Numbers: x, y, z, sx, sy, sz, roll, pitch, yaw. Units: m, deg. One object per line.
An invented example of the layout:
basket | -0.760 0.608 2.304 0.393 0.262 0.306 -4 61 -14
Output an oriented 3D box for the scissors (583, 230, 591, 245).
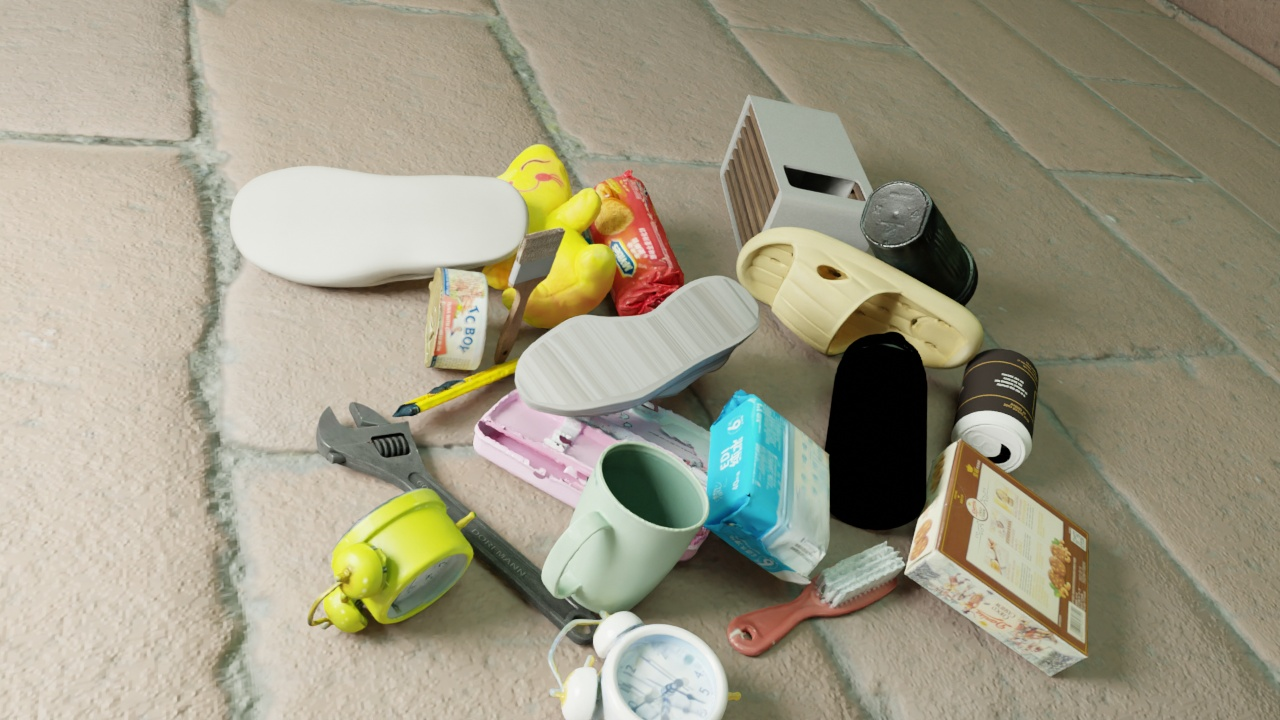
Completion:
scissors | -0.050 -0.107 0.964 0.118 0.013 0.139 41 45 17

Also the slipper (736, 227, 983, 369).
slipper | 0.215 -0.050 0.927 0.261 0.112 0.079 23 48 8

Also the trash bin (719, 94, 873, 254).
trash bin | 0.178 -0.196 1.069 0.114 0.115 0.228 8 42 -13

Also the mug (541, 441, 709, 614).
mug | -0.021 0.124 0.634 0.084 0.104 0.111 44 34 26

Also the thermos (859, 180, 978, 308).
thermos | 0.296 -0.111 0.973 0.098 0.098 0.220 50 10 31

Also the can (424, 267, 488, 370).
can | -0.158 -0.035 0.783 0.043 0.086 0.086 5 42 -19

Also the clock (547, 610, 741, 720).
clock | -0.001 0.213 0.599 0.125 0.052 0.088 25 42 11

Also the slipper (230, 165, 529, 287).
slipper | -0.233 -0.117 0.851 0.266 0.081 0.112 -3 77 -1

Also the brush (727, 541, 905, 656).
brush | 0.138 0.180 0.704 0.172 0.030 0.041 -15 51 -33

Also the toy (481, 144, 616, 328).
toy | -0.094 -0.119 0.892 0.134 0.087 0.193 -37 55 3

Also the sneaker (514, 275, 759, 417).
sneaker | -0.004 0.004 0.788 0.235 0.090 0.099 -21 64 -29

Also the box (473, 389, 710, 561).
box | -0.021 0.072 0.760 0.201 0.037 0.152 27 32 9

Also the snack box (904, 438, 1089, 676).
snack box | 0.300 0.158 0.760 0.147 0.041 0.142 36 42 -1

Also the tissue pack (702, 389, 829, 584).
tissue pack | 0.099 0.098 0.723 0.093 0.062 0.144 36 38 -21

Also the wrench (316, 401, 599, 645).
wrench | -0.137 0.115 0.676 0.273 0.018 0.072 37 35 17

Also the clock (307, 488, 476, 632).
clock | -0.165 0.134 0.598 0.118 0.083 0.057 -25 64 -42

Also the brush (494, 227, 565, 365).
brush | -0.102 -0.049 0.775 0.008 0.143 0.045 41 37 22

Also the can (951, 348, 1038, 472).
can | 0.348 0.048 0.900 0.072 0.072 0.128 26 41 8

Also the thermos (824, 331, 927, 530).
thermos | 0.215 0.051 0.833 0.086 0.086 0.198 21 40 1

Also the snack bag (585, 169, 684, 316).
snack bag | -0.009 -0.111 0.924 0.082 0.083 0.176 -3 53 -24

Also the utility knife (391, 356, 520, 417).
utility knife | -0.140 0.018 0.772 0.031 0.017 0.158 3 16 39
